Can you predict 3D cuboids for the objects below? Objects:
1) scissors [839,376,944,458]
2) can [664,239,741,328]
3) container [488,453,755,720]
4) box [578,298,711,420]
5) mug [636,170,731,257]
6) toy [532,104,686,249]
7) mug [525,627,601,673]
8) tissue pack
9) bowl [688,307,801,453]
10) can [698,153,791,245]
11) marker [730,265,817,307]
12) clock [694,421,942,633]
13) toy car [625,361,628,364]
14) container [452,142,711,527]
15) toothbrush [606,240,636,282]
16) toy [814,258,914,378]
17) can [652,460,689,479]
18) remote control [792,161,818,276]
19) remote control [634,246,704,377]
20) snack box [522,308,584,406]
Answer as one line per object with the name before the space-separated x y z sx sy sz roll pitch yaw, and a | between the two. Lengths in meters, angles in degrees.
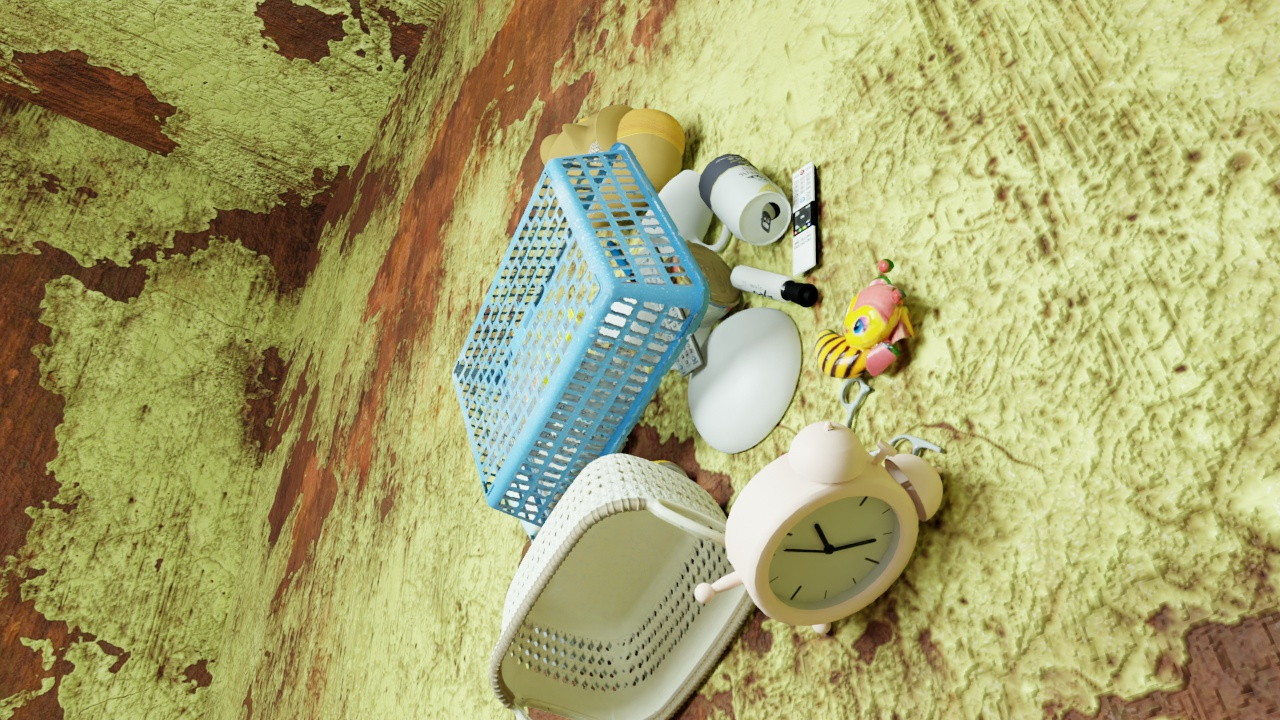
scissors | 0.170 0.078 0.738 0.174 0.014 0.141 -5 65 57
can | 0.059 -0.078 0.951 0.043 0.086 0.086 -45 36 38
container | -0.019 0.205 0.811 0.246 0.184 0.142 -57 20 16
box | -0.012 0.008 0.991 0.126 0.108 0.136 1 71 59
mug | 0.061 -0.162 1.038 0.107 0.071 0.089 23 82 33
toy | -0.036 -0.253 1.170 0.204 0.162 0.198 -13 62 43
mug | -0.076 0.271 0.967 0.124 0.084 0.103 120 159 -68
tissue pack | -0.094 0.123 1.081 0.182 0.070 0.112 -58 44 18
bowl | 0.088 0.012 0.887 0.150 0.043 0.149 -38 41 42
can | 0.109 -0.165 0.949 0.064 0.064 0.127 -57 31 19
marker | 0.130 -0.072 0.893 0.126 0.025 0.025 28 95 61
clock | 0.127 0.118 0.662 0.161 0.131 0.086 -55 32 23
toy car | -0.045 0.013 1.089 0.092 0.062 0.033 -48 35 32
container | -0.089 -0.020 0.945 0.363 0.089 0.257 -59 40 34
toothbrush | -0.019 -0.118 1.183 0.014 0.014 0.167 -47 34 13
toy | 0.185 -0.026 0.752 0.104 0.046 0.084 -51 39 34
can | -0.002 0.137 0.930 0.105 0.067 0.067 -14 59 55
remote control | 0.162 -0.138 0.896 0.028 0.011 0.124 -30 46 48
remote control | 0.028 -0.051 0.913 0.033 0.013 0.136 -36 68 44
snack box | -0.115 0.001 1.248 0.148 0.029 0.040 -57 31 19
